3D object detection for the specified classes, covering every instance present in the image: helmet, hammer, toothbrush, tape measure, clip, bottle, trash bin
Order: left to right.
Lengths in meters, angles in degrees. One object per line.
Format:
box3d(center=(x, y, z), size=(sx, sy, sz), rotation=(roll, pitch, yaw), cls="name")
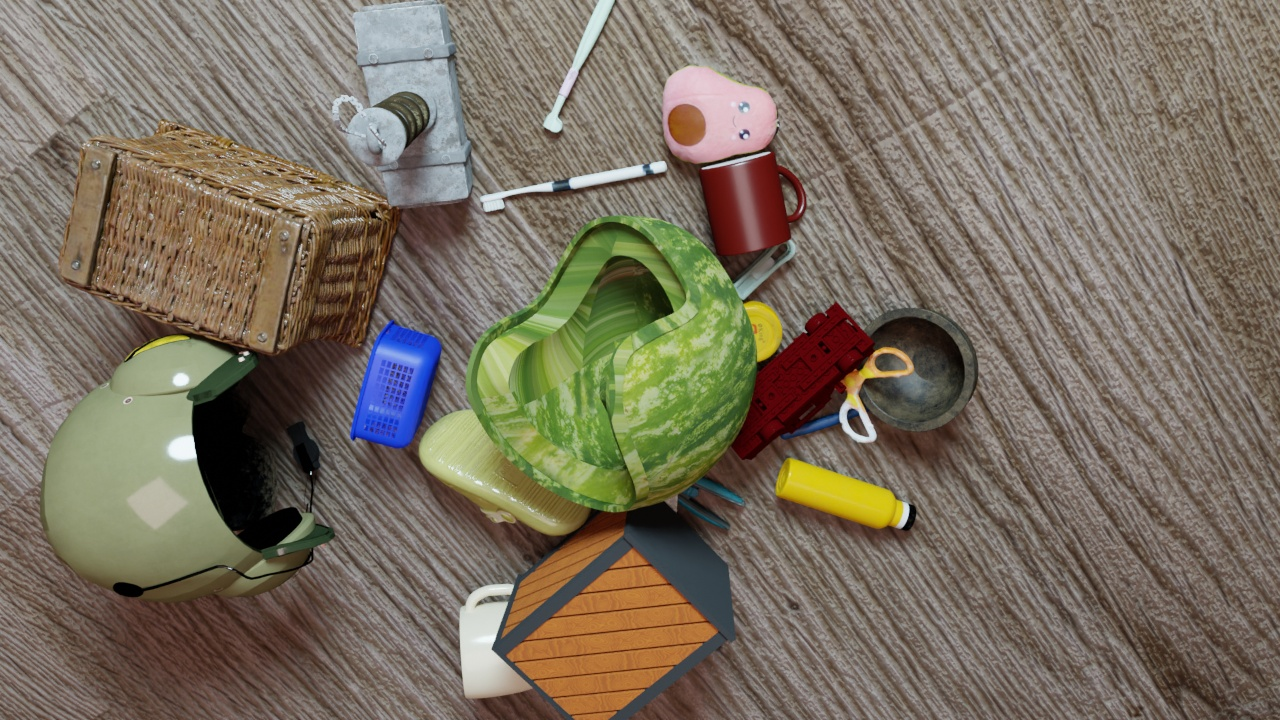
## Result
box3d(center=(-0.415, 0.101, 0.848), size=(0.233, 0.255, 0.250), rotation=(-17, 104, 4), cls="helmet")
box3d(center=(-0.193, -0.193, 0.737), size=(0.079, 0.326, 0.177), rotation=(-7, 111, -4), cls="hammer")
box3d(center=(-0.066, -0.171, 0.902), size=(0.187, 0.012, 0.017), rotation=(-10, 118, 4), cls="toothbrush")
box3d(center=(-0.054, -0.290, 0.867), size=(0.022, 0.015, 0.155), rotation=(33, 105, 25), cls="toothbrush")
box3d(center=(-0.022, 0.237, 0.891), size=(0.172, 0.139, 0.139), rotation=(-42, 99, 12), cls="trash bin")
box3d(center=(-0.005, 0.005, 0.836), size=(0.214, 0.246, 0.243), rotation=(1, 138, 38), cls="helmet")
box3d(center=(0.113, -0.030, 0.925), size=(0.059, 0.030, 0.068), rotation=(-10, 107, 4), cls="tape measure")
box3d(center=(0.121, -0.093, 0.909), size=(0.076, 0.044, 0.023), rotation=(-43, 102, 10), cls="clip")
box3d(center=(0.217, 0.144, 0.963), size=(0.143, 0.043, 0.043), rotation=(18, 105, -3), cls="bottle")
box3d(center=(0.226, 0.054, 0.953), size=(0.168, 0.014, 0.014), rotation=(-19, 60, 7), cls="toothbrush")

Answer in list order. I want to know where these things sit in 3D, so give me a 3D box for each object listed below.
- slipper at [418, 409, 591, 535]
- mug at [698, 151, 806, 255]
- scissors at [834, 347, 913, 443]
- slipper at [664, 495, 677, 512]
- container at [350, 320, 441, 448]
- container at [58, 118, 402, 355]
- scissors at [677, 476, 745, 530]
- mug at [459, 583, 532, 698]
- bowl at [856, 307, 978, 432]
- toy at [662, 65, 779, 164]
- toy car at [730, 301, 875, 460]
box3d(center=(-0.137, 0.123, 0.951), size=(0.190, 0.091, 0.082), rotation=(27, 147, 11), cls="slipper")
box3d(center=(0.113, -0.154, 0.877), size=(0.105, 0.073, 0.082), rotation=(-20, 105, -23), cls="mug")
box3d(center=(0.213, 0.025, 0.916), size=(0.126, 0.011, 0.131), rotation=(-6, 93, 38), cls="scissors")
box3d(center=(-0.019, 0.214, 0.985), size=(0.115, 0.052, 0.263), rotation=(11, 106, 1), cls="slipper")
box3d(center=(-0.242, 0.026, 0.918), size=(0.058, 0.096, 0.114), rotation=(17, 105, -8), cls="container")
box3d(center=(-0.378, -0.107, 0.837), size=(0.250, 0.183, 0.162), rotation=(19, 103, -4), cls="container")
box3d(center=(0.045, 0.129, 0.977), size=(0.146, 0.019, 0.133), rotation=(-17, 102, 7), cls="scissors")
box3d(center=(-0.141, 0.297, 0.988), size=(0.099, 0.096, 0.120), rotation=(-4, 100, -8), cls="mug")
box3d(center=(0.277, 0.006, 0.907), size=(0.121, 0.056, 0.121), rotation=(8, 104, 37), cls="bowl")
box3d(center=(0.075, -0.230, 0.861), size=(0.110, 0.051, 0.090), rotation=(0, 106, 1), cls="toy")
box3d(center=(0.154, 0.025, 0.910), size=(0.170, 0.061, 0.070), rotation=(-44, 66, 13), cls="toy car")
